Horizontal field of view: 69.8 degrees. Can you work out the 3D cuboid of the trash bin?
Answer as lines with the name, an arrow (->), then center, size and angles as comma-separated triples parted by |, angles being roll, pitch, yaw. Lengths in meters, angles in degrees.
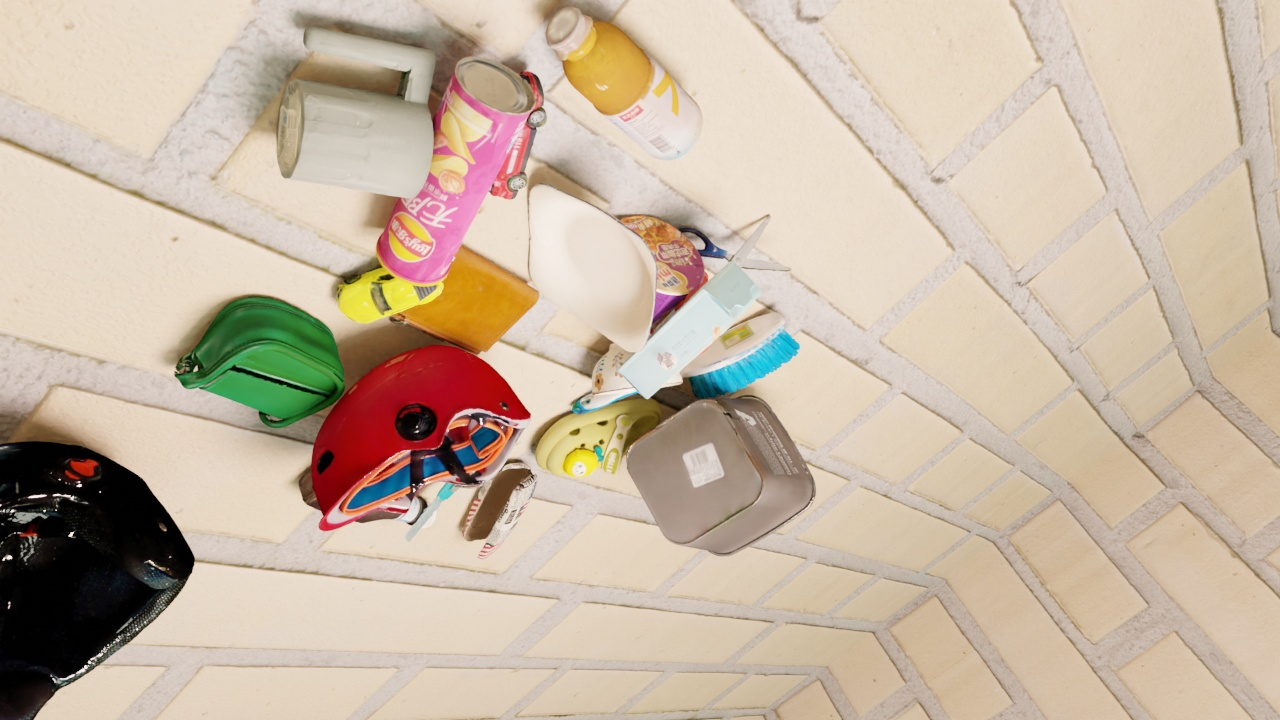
trash bin -> 0.105, 0.153, 1.253 | 0.199, 0.199, 0.219 | -34, 162, 12

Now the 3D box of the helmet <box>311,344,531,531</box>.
helmet -> -0.248, 0.070, 0.972 | 0.239, 0.144, 0.207 | -21, 163, -29

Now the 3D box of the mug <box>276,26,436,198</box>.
mug -> -0.226, -0.197, 0.735 | 0.103, 0.084, 0.124 | 1, 116, -36

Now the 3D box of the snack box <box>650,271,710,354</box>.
snack box -> 0.051, -0.055, 1.108 | 0.081, 0.080, 0.091 | -8, 139, -29

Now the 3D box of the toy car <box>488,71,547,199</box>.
toy car -> -0.118, -0.201, 0.825 | 0.045, 0.053, 0.121 | 3, 136, -27

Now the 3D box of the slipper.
slipper -> -0.046, 0.110, 1.241 | 0.190, 0.081, 0.092 | -18, 141, -22

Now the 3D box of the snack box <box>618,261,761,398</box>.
snack box -> 0.052, -0.031, 1.013 | 0.175, 0.051, 0.074 | -44, -178, 43

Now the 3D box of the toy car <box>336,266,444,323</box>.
toy car -> -0.244, -0.066, 0.892 | 0.105, 0.032, 0.048 | -18, 120, 3

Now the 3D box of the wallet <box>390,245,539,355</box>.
wallet -> -0.189, -0.056, 0.966 | 0.119, 0.035, 0.130 | -41, 141, 17

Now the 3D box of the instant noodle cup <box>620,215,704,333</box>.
instant noodle cup -> 0.001, -0.087, 1.017 | 0.111, 0.111, 0.099 | -6, 147, -32

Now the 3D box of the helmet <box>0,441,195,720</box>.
helmet -> -0.552, 0.182, 0.818 | 0.233, 0.230, 0.275 | -45, 147, -6

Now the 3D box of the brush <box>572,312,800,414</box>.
brush -> 0.064, 0.019, 1.240 | 0.314, 0.060, 0.109 | -28, 140, 0

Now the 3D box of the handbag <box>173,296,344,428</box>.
handbag -> -0.364, 0.006, 0.891 | 0.120, 0.068, 0.131 | -31, 147, 12

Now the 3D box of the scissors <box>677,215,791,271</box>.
scissors -> 0.102, -0.112, 1.074 | 0.162, 0.175, 0.012 | 28, 163, -20

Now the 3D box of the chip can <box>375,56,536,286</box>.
chip can -> -0.165, -0.158, 0.798 | 0.071, 0.071, 0.211 | 0, 144, -37

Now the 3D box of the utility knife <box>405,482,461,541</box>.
utility knife -> -0.229, 0.149, 1.171 | 0.221, 0.013, 0.029 | -49, 146, 5

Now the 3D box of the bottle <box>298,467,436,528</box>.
bottle -> -0.326, 0.169, 1.134 | 0.080, 0.044, 0.195 | -38, 146, 9

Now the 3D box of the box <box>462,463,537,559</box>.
box -> -0.184, 0.214, 1.263 | 0.074, 0.081, 0.164 | -3, 133, -43

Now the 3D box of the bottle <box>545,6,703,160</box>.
bottle -> -0.013, -0.249, 0.832 | 0.068, 0.068, 0.189 | -43, 143, 15

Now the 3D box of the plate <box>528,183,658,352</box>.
plate -> -0.044, -0.099, 0.934 | 0.034, 0.164, 0.164 | -44, 156, -34

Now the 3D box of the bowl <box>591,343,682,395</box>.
bowl -> -0.007, 0.007, 1.139 | 0.113, 0.062, 0.113 | -6, 176, -1
